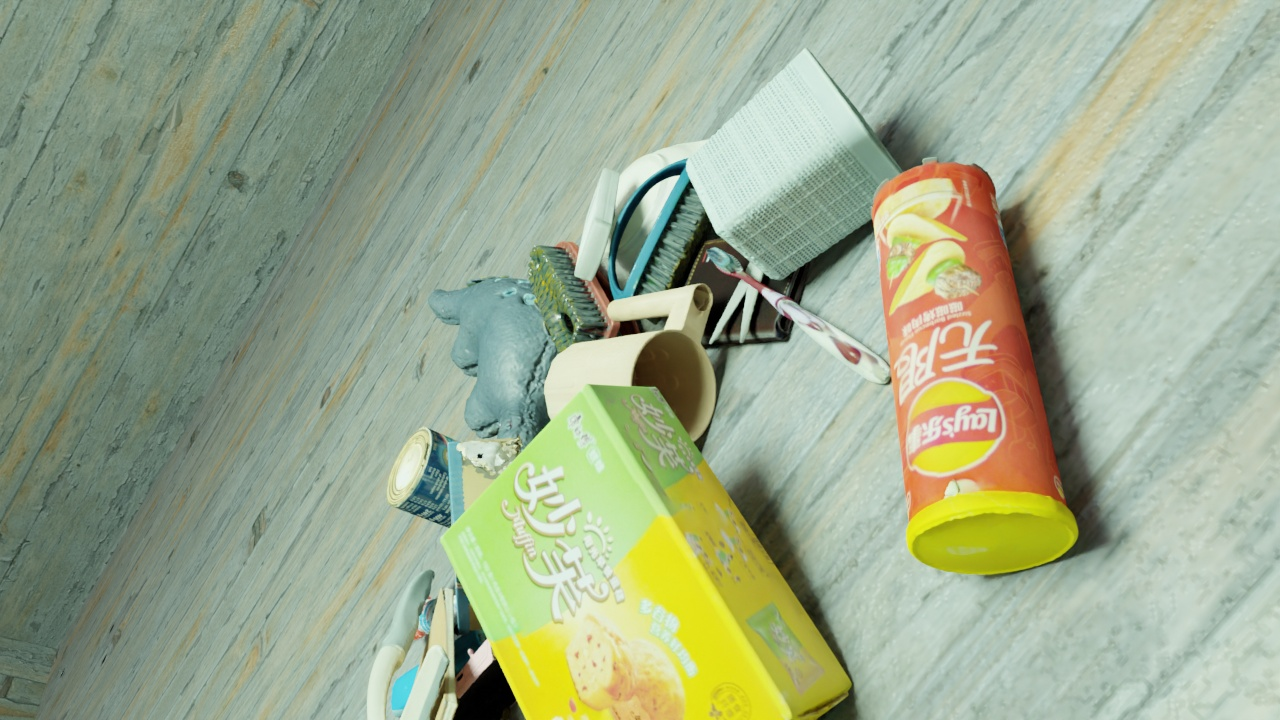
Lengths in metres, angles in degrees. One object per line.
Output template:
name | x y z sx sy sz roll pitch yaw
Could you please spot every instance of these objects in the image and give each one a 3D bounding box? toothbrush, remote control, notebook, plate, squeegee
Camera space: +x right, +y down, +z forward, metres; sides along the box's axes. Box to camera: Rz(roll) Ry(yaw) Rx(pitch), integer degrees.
toothbrush | 0.098 -0.035 0.604 0.016 0.017 0.187 -52 42 6
remote control | -0.036 -0.121 0.803 0.135 0.019 0.056 -87 18 -60
notebook | -0.168 0.280 0.699 0.211 0.012 0.149 -152 79 -76
plate | -0.001 -0.138 0.860 0.164 0.034 0.164 4 69 59
squeegee | -0.196 0.245 0.741 0.246 0.039 0.247 -103 33 -64

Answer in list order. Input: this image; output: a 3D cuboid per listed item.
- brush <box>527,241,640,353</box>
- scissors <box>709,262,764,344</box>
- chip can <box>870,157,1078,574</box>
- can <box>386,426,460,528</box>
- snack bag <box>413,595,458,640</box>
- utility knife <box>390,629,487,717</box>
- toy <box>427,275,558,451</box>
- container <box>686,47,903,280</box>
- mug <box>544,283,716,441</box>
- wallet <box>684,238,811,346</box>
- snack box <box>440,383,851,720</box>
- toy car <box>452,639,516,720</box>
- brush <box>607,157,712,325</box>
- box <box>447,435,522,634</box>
brush | -0.051 -0.054 0.812 0.145 0.069 0.063 62 140 42
scissors | 0.098 -0.090 0.662 0.147 0.012 0.169 -32 42 30
chip can | 0.160 -0.004 0.464 0.073 0.073 0.216 -34 39 40
can | -0.162 0.114 0.821 0.076 0.111 0.075 -38 37 36
snack bag | -0.180 0.232 0.836 0.106 0.026 0.045 -24 38 46
utility knife | -0.169 0.267 0.801 0.167 0.018 0.034 -40 49 31
toy | -0.127 -0.009 0.877 0.138 0.091 0.356 -37 37 4
container | 0.101 -0.123 0.606 0.112 0.090 0.089 -38 48 20
mug | -0.004 0.004 0.683 0.104 0.084 0.124 -5 62 48
wallet | 0.076 -0.055 0.689 0.122 0.020 0.096 -4 63 54
snack box | -0.009 0.140 0.520 0.158 0.070 0.210 -46 62 25
toy car | -0.106 0.233 0.692 0.123 0.056 0.037 -51 35 19
brush | 0.016 -0.105 0.759 0.144 0.073 0.055 -63 -9 -4
box | -0.118 0.141 0.711 0.185 0.059 0.089 102 161 -46
